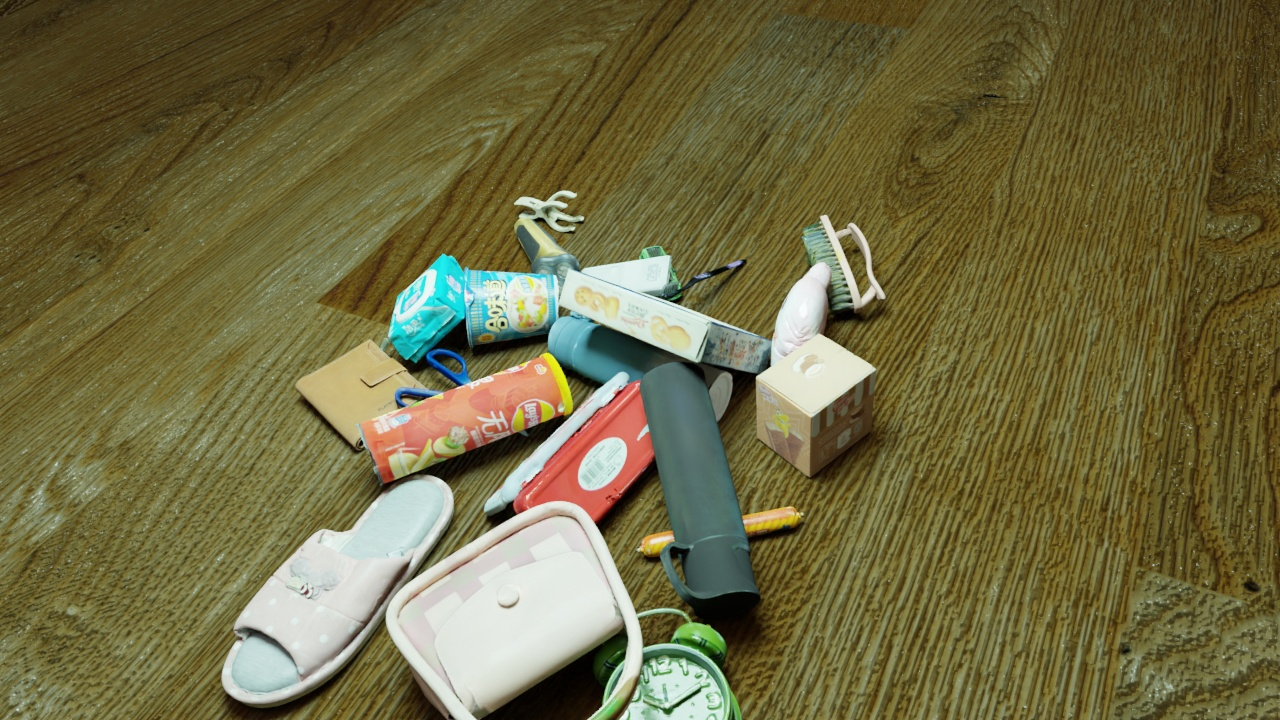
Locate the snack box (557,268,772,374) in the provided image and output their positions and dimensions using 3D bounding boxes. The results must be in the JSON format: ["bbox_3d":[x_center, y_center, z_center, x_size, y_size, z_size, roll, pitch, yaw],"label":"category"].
[{"bbox_3d":[0.031,-0.040,0.999,0.178,0.182,0.046,23,96,29],"label":"snack box"}]

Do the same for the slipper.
[{"bbox_3d":[-0.280,0.203,0.867,0.114,0.054,0.273,20,49,27],"label":"slipper"}]

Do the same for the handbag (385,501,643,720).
[{"bbox_3d":[-0.086,0.231,0.738,0.193,0.093,0.234,-29,30,-16],"label":"handbag"}]

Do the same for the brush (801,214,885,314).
[{"bbox_3d":[0.246,-0.113,1.111,0.073,0.063,0.145,-17,44,6],"label":"brush"}]

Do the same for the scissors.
[{"bbox_3d":[-0.196,0.036,1.043,0.162,0.012,0.162,-8,47,-15],"label":"scissors"}]

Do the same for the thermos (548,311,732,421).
[{"bbox_3d":[-0.006,0.006,1.023,0.221,0.070,0.070,22,51,28],"label":"thermos"}]

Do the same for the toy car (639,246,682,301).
[{"bbox_3d":[0.024,-0.109,1.164,0.043,0.036,0.091,-13,47,-7],"label":"toy car"}]

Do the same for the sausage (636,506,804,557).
[{"bbox_3d":[0.077,0.164,0.877,0.165,0.021,0.021,-11,43,-3],"label":"sausage"}]

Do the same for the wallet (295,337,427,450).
[{"bbox_3d":[-0.317,0.035,1.069,0.118,0.035,0.131,-39,55,-25],"label":"wallet"}]

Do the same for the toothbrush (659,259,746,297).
[{"bbox_3d":[0.080,-0.105,1.121,0.014,0.017,0.188,12,24,35],"label":"toothbrush"}]

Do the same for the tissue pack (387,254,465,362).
[{"bbox_3d":[-0.257,-0.067,1.112,0.093,0.050,0.133,-40,29,16],"label":"tissue pack"}]

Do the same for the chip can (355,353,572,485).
[{"bbox_3d":[-0.184,0.060,0.971,0.216,0.073,0.073,-21,45,-15],"label":"chip can"}]

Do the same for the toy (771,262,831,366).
[{"bbox_3d":[0.180,-0.043,1.015,0.054,0.121,0.159,19,34,11],"label":"toy"}]

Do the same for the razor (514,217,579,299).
[{"bbox_3d":[-0.131,-0.143,1.211,0.067,0.062,0.167,5,29,-31],"label":"razor"}]

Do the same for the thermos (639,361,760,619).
[{"bbox_3d":[0.045,0.112,0.851,0.090,0.069,0.242,20,42,-35],"label":"thermos"}]

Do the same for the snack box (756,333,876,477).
[{"bbox_3d":[0.177,0.045,0.933,0.092,0.094,0.077,-32,48,-23],"label":"snack box"}]

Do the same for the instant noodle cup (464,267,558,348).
[{"bbox_3d":[-0.154,-0.066,1.109,0.110,0.099,0.099,-2,43,-7],"label":"instant noodle cup"}]

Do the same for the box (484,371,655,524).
[{"bbox_3d":[-0.058,0.108,0.945,0.095,0.100,0.200,48,58,-5],"label":"box"}]

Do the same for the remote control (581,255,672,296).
[{"bbox_3d":[-0.021,-0.100,1.141,0.125,0.024,0.049,-6,62,24],"label":"remote control"}]

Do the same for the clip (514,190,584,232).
[{"bbox_3d":[-0.124,-0.201,1.296,0.104,0.087,0.034,-9,36,42],"label":"clip"}]

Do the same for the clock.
[{"bbox_3d":[0.021,0.274,0.745,0.116,0.056,0.161,-9,43,-2],"label":"clock"}]
